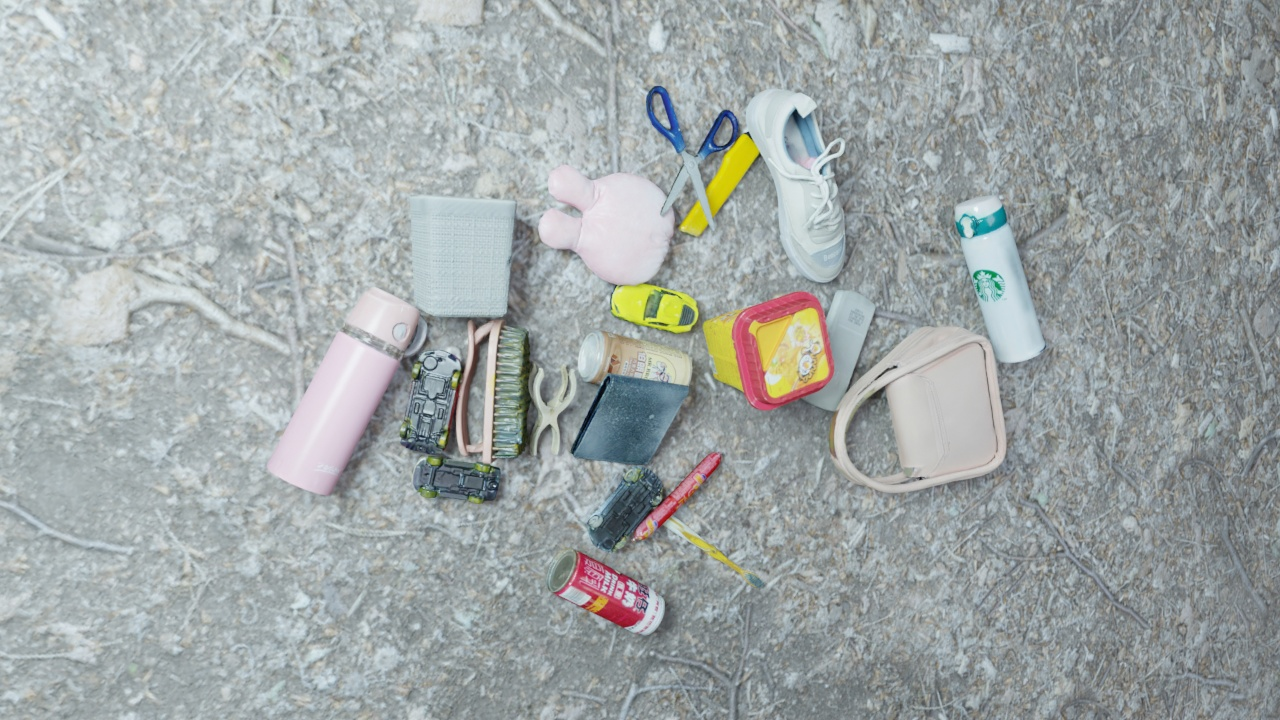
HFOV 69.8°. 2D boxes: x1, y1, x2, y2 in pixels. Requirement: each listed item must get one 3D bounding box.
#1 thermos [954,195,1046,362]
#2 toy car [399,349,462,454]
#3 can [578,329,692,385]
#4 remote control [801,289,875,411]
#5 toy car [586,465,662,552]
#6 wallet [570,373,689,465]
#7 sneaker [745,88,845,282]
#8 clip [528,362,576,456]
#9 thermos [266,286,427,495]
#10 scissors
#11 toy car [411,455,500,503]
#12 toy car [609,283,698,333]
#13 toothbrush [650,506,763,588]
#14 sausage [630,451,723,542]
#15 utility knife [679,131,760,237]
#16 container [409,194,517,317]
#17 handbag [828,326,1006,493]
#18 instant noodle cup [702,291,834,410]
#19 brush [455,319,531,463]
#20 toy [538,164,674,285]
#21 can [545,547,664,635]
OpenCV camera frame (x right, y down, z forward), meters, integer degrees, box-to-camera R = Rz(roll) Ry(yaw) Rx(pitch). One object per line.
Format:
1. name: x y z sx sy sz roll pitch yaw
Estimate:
1. thermos: 0.472 -0.109 1.214 0.073 0.073 0.224 -30 107 -19
2. toy car: -0.210 0.041 0.927 0.049 0.031 0.106 12 95 -1
3. can: -0.006 0.006 1.008 0.116 0.058 0.058 13 91 -26
4. remote control: 0.245 -0.013 1.144 0.058 0.021 0.150 22 87 -27
5. toy car: -0.019 0.167 1.036 0.049 0.031 0.105 45 76 -20
6. wallet: -0.012 0.068 1.005 0.097 0.019 0.121 10 125 -25
7. sneaker: 0.201 -0.197 1.055 0.089 0.091 0.242 -34 118 -18
8. clip: -0.111 0.048 0.980 0.084 0.035 0.104 22 95 -29
9. thermos: -0.276 0.030 0.886 0.087 0.067 0.198 38 77 -56
10. scissors: 0.056 -0.230 1.013 0.162 0.012 0.175 -38 97 -30
11. toy car: -0.192 0.122 0.948 0.090 0.035 0.042 11 90 -26
12. toy car: 0.017 -0.060 1.026 0.105 0.032 0.048 13 91 -24
13. toothbrush: 0.082 0.226 1.099 0.191 0.018 0.016 38 78 -24
14. sausage: 0.045 0.157 1.064 0.155 0.020 0.020 -43 112 -22
15. utility knife: 0.093 -0.204 1.052 0.033 0.015 0.153 40 79 -24
16. container: -0.176 -0.103 0.900 0.090 0.090 0.114 -1 100 -25
17. handbag: 0.344 0.076 1.168 0.233 0.093 0.193 -22 106 -18
18. instant noodle cup: 0.138 -0.015 1.037 0.116 0.124 0.116 -19 104 -22
19. brush: -0.151 0.030 0.944 0.073 0.063 0.145 3 95 5
20. toy: -0.035 -0.148 0.976 0.159 0.054 0.121 17 82 -31
21. can: -0.038 0.260 1.027 0.132 0.053 0.053 33 82 -25
